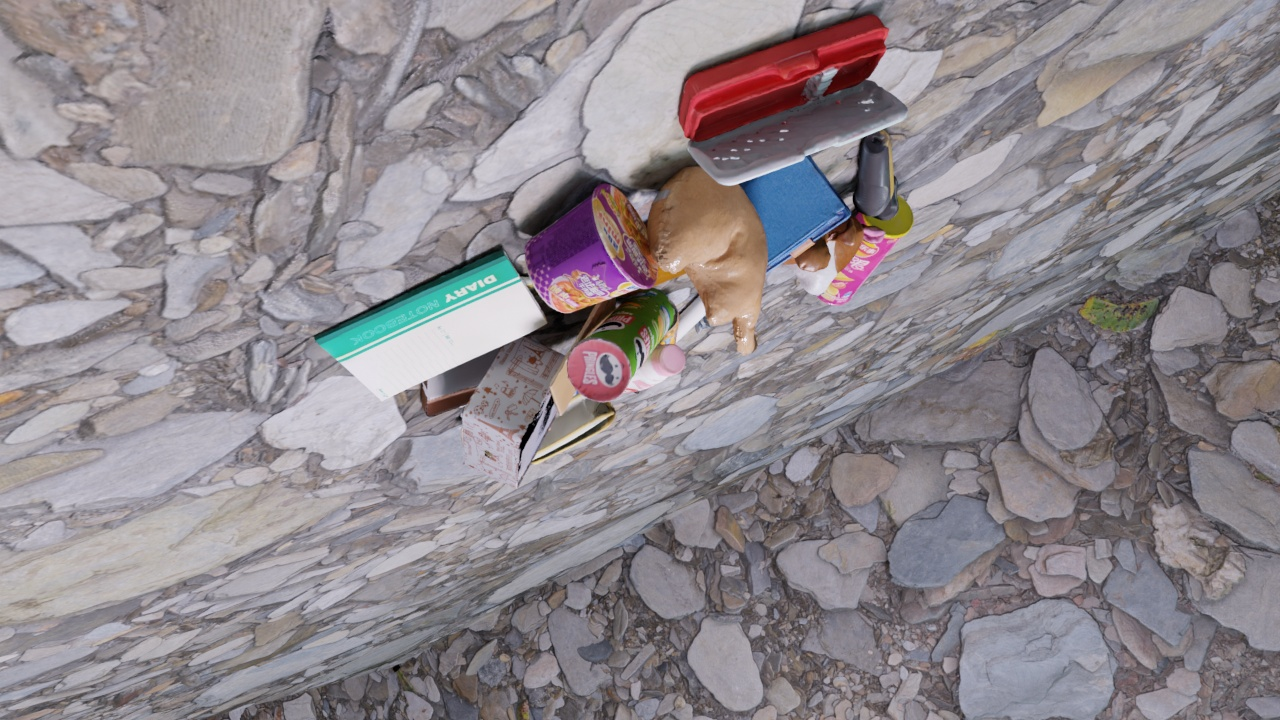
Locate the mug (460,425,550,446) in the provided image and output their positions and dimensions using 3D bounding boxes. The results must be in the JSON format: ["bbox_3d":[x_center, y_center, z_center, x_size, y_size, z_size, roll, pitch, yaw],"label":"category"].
[{"bbox_3d":[-0.186,0.104,1.330,0.115,0.081,0.106,-18,167,12],"label":"mug"}]

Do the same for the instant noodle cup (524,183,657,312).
[{"bbox_3d":[-0.051,-0.102,0.902,0.099,0.111,0.111,-26,165,25],"label":"instant noodle cup"}]

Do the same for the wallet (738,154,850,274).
[{"bbox_3d":[0.151,-0.163,1.014,0.133,0.106,0.040,-35,-173,28],"label":"wallet"}]

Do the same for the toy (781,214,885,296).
[{"bbox_3d":[0.210,-0.142,1.132,0.140,0.130,0.199,5,-167,32],"label":"toy"}]

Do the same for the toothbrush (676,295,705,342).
[{"bbox_3d":[0.058,-0.048,1.335,0.026,0.026,0.222,25,140,-18],"label":"toothbrush"}]

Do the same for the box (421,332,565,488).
[{"bbox_3d":[-0.191,0.036,1.131,0.182,0.168,0.150,109,6,-61],"label":"box"}]

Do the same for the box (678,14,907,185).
[{"bbox_3d":[0.143,-0.223,0.826,0.201,0.099,0.095,-23,163,-12],"label":"box"}]

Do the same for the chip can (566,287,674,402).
[{"bbox_3d":[-0.018,-0.025,1.071,0.072,0.072,0.235,-33,-173,22],"label":"chip can"}]

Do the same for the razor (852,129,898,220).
[{"bbox_3d":[0.287,-0.228,1.114,0.067,0.062,0.167,-55,158,-8],"label":"razor"}]

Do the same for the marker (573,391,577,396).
[{"bbox_3d":[-0.147,0.051,1.350,0.145,0.017,0.017,-5,153,-49],"label":"marker"}]

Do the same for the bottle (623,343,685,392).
[{"bbox_3d":[-0.007,0.007,1.229,0.068,0.068,0.197,-16,-178,-30],"label":"bottle"}]

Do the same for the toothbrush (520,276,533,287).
[{"bbox_3d":[-0.099,-0.084,1.021,0.191,0.018,0.016,-6,152,-49],"label":"toothbrush"}]

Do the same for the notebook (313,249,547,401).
[{"bbox_3d":[-0.214,-0.033,0.972,0.209,0.012,0.150,-25,152,0],"label":"notebook"}]

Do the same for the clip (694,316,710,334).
[{"bbox_3d":[0.090,-0.056,1.371,0.028,0.024,0.057,-22,169,1],"label":"clip"}]

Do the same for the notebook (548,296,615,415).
[{"bbox_3d":[-0.067,-0.012,1.113,0.147,0.008,0.208,-60,176,-11],"label":"notebook"}]

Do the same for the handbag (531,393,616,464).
[{"bbox_3d":[-0.116,0.118,1.528,0.163,0.063,0.178,-28,166,12],"label":"handbag"}]

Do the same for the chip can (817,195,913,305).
[{"bbox_3d":[0.311,-0.155,1.312,0.071,0.071,0.211,-20,162,-18],"label":"chip can"}]

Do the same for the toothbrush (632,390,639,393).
[{"bbox_3d":[-0.034,0.028,1.426,0.026,0.027,0.212,-64,162,-6],"label":"toothbrush"}]

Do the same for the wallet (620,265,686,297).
[{"bbox_3d":[0.022,-0.120,1.059,0.119,0.035,0.131,-26,165,-2],"label":"wallet"}]

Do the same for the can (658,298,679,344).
[{"bbox_3d":[0.022,-0.036,1.265,0.058,0.058,0.146,-24,163,-8],"label":"can"}]

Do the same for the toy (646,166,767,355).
[{"bbox_3d":[0.090,-0.103,0.967,0.083,0.143,0.226,7,148,46],"label":"toy"}]
